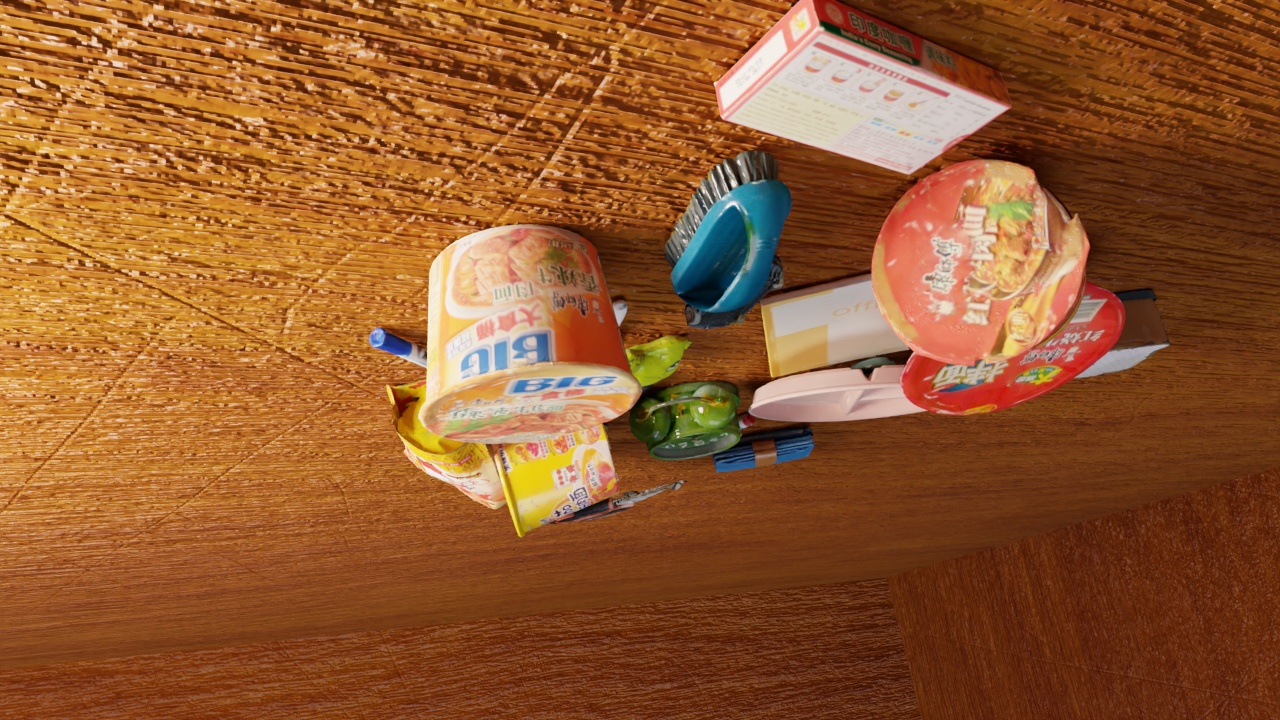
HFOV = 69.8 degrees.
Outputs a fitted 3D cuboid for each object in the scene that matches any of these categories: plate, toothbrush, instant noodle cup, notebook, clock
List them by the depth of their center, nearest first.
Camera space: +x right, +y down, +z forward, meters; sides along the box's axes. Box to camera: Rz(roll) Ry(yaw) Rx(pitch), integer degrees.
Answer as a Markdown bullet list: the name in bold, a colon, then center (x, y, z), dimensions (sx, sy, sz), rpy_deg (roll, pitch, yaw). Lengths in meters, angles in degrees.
- **instant noodle cup**: center (-0.081, -0.017, 0.637), dimensions (0.151, 0.111, 0.151), rpy_deg (-8, 160, -3)
- **instant noodle cup**: center (0.246, -0.061, 0.649), dimensions (0.138, 0.137, 0.108), rpy_deg (-22, 165, 30)
- **toothbrush**: center (-0.034, -0.011, 0.812), dimensions (0.016, 0.016, 0.180), rpy_deg (-6, 159, -16)
- **instant noodle cup**: center (0.318, -0.028, 0.812), dimensions (0.194, 0.065, 0.194), rpy_deg (-6, 146, -4)
- **notebook**: center (0.188, -0.032, 0.858), dimensions (0.146, 0.010, 0.206), rpy_deg (-12, 160, 6)
- **instant noodle cup**: center (-0.087, 0.097, 0.922), dimensions (0.109, 0.138, 0.138), rpy_deg (-16, 160, -6)
- **plate**: center (0.229, 0.036, 0.973), dimensions (0.229, 0.028, 0.230), rpy_deg (-3, 169, -1)
- **clock**: center (0.051, 0.063, 0.988), dimensions (0.116, 0.056, 0.161), rpy_deg (-14, 159, 10)

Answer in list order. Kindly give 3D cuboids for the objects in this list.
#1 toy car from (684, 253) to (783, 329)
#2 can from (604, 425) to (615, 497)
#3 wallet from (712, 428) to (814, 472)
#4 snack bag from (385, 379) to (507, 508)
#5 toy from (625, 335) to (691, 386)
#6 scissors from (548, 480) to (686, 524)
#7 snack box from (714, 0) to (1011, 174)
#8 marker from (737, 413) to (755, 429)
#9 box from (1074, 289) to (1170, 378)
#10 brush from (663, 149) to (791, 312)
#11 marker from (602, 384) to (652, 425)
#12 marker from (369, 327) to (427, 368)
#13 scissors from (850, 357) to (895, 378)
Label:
- **toy car**: center (0.071, -0.055, 0.717), dimensions (0.049, 0.031, 0.106), rpy_deg (1, 156, -23)
- **can**: center (-0.076, 0.128, 1.063), dimensions (0.057, 0.083, 0.102), rpy_deg (7, 154, -37)
- **wallet**: center (0.163, 0.123, 1.225), dimensions (0.133, 0.040, 0.106), rpy_deg (-11, 164, 2)
- **snack bag**: center (-0.192, 0.089, 0.913), dimensions (0.128, 0.073, 0.208), rpy_deg (28, 156, 7)
- **toy**: center (-0.005, 0.005, 0.828), dimensions (0.097, 0.031, 0.100), rpy_deg (-35, 160, 26)
- **scissors**: center (-0.031, 0.149, 0.962), dimensions (0.182, 0.015, 0.209), rpy_deg (-10, 166, 0)
- **snack box**: center (0.125, -0.146, 0.507), dimensions (0.155, 0.027, 0.077), rpy_deg (6, 155, -35)
- **marker**: center (0.083, 0.094, 1.140), dimensions (0.017, 0.017, 0.146), rpy_deg (12, 151, -44)
- **box**: center (0.438, -0.021, 0.928), dimensions (0.184, 0.063, 0.090), rpy_deg (-8, 160, -9)
- **brush**: center (0.058, -0.073, 0.605), dimensions (0.055, 0.073, 0.144), rpy_deg (-8, 160, -19)
- **marker**: center (-0.020, 0.042, 0.954), dimensions (0.022, 0.020, 0.132), rpy_deg (-18, 166, -29)
- **marker**: center (-0.176, 0.001, 0.779), dimensions (0.017, 0.017, 0.145), rpy_deg (-17, 158, 20)
- **scissors**: center (0.302, 0.010, 0.995), dimensions (0.170, 0.019, 0.174), rpy_deg (-15, 164, 25)
